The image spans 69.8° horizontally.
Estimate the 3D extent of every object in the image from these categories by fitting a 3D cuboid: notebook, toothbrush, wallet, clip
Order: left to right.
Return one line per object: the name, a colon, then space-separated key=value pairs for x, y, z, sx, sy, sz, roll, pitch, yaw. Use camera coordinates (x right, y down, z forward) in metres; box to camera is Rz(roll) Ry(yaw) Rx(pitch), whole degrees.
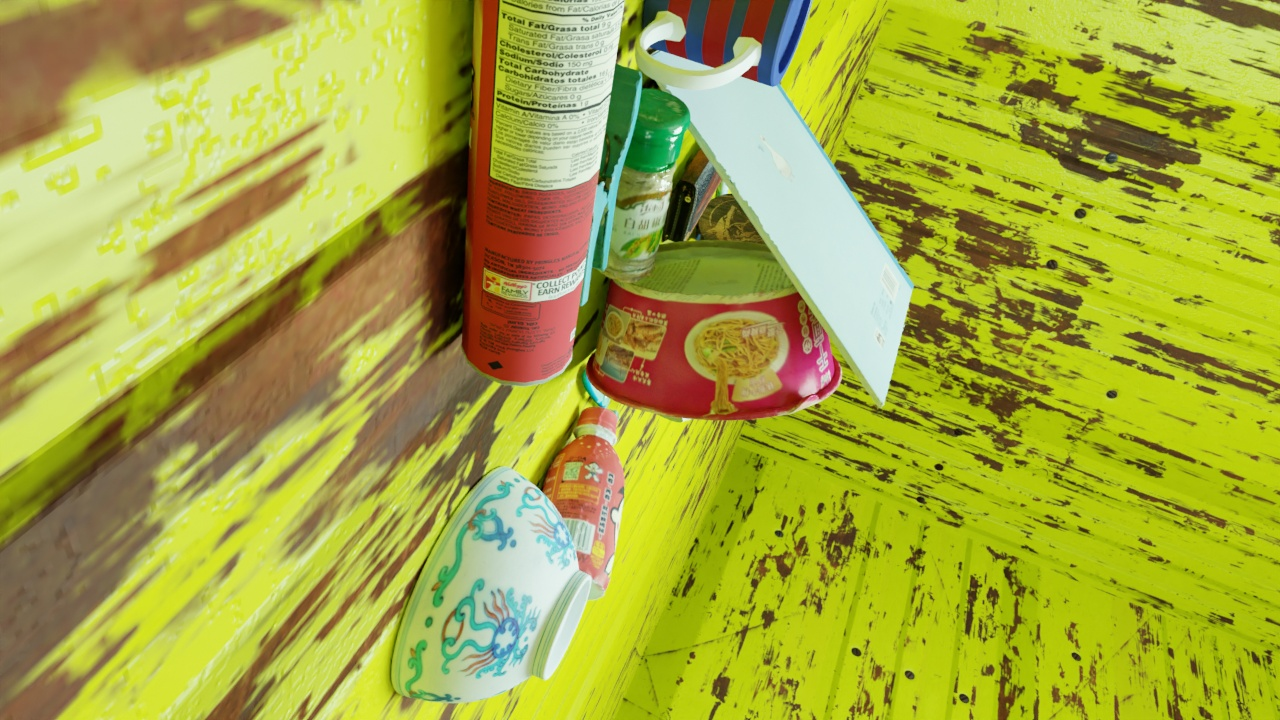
toothbrush: x=-0.030 y=0.029 z=0.712 sx=0.135 sy=0.017 sz=0.022 roll=78 pitch=25 yaw=-72
clip: x=-0.020 y=-0.103 z=0.482 sx=0.130 sy=0.031 sz=0.121 roll=88 pitch=21 yaw=-66
wallet: x=0.053 y=-0.155 z=0.766 sx=0.072 sy=0.019 sz=0.122 roll=106 pitch=11 yaw=-51
notebook: x=0.106 y=-0.112 z=0.613 sx=0.009 sy=0.253 sz=0.180 roll=-29 pitch=-166 yaw=33

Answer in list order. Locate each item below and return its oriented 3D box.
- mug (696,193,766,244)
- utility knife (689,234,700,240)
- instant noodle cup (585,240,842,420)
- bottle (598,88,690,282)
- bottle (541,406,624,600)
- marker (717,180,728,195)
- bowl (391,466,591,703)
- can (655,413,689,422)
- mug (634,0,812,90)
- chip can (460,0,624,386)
mug: x=0.092 y=-0.114 z=0.918 sx=0.107 sy=0.080 sz=0.115 roll=97 pitch=-2 yaw=-57
utility knife: x=0.016 y=-0.049 z=0.801 sx=0.030 sy=0.017 sz=0.164 roll=87 pitch=25 yaw=-56
instant noodle cup: x=0.050 y=-0.031 z=0.628 sx=0.178 sy=0.179 sz=0.078 roll=-50 pitch=142 yaw=-61
bottle: x=-0.002 y=-0.099 z=0.532 sx=0.043 sy=0.043 sz=0.111 roll=-58 pitch=166 yaw=-47
bottle: x=-0.041 y=0.098 z=0.664 sx=0.062 sy=0.062 sz=0.137 roll=95 pitch=5 yaw=-57
marker: x=0.082 y=-0.186 z=0.875 sx=0.142 sy=0.013 sz=0.013 roll=88 pitch=25 yaw=-67
bowl: x=-0.076 y=0.143 z=0.545 sx=0.144 sy=0.074 sz=0.144 roll=23 pitch=89 yaw=-80
can: x=0.045 y=-0.015 z=0.828 sx=0.132 sy=0.070 sz=0.070 roll=-59 pitch=168 yaw=-14
mug: x=0.043 y=-0.183 z=0.492 sx=0.075 sy=0.076 sz=0.111 roll=95 pitch=19 yaw=-58
chip can: x=-0.039 y=-0.083 z=0.342 sx=0.051 sy=0.052 sz=0.215 roll=-58 pitch=166 yaw=-46
